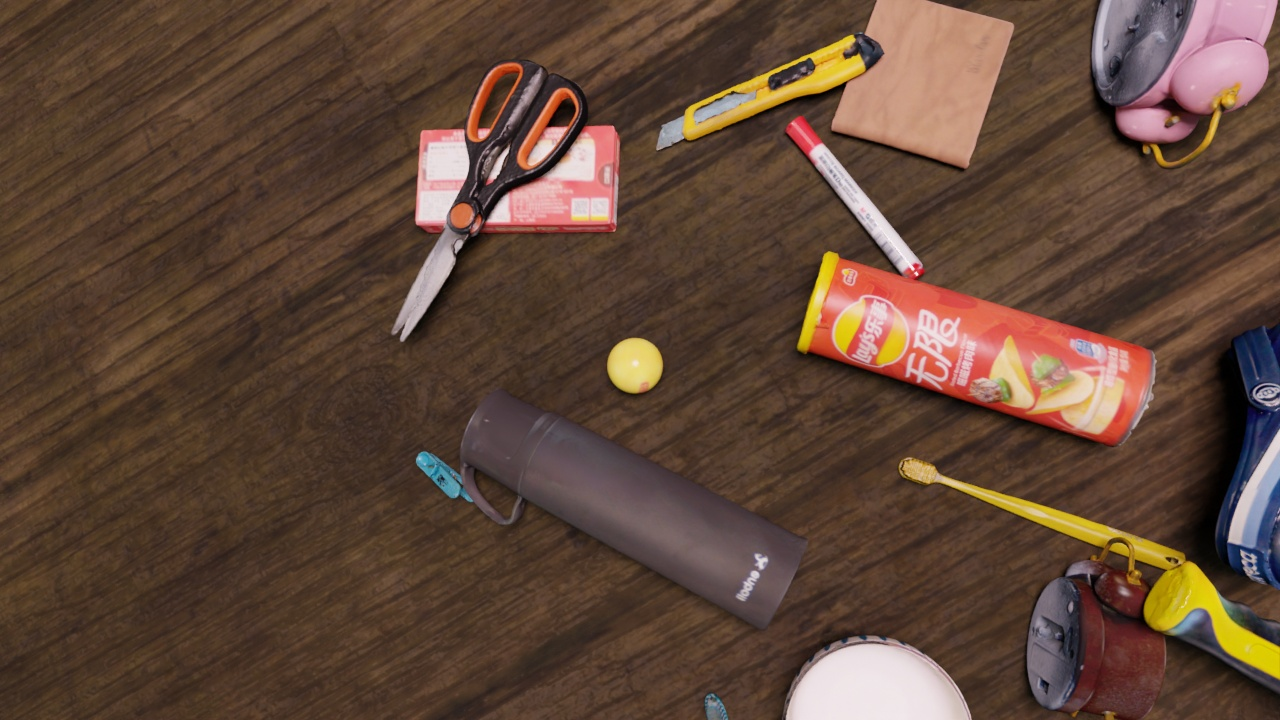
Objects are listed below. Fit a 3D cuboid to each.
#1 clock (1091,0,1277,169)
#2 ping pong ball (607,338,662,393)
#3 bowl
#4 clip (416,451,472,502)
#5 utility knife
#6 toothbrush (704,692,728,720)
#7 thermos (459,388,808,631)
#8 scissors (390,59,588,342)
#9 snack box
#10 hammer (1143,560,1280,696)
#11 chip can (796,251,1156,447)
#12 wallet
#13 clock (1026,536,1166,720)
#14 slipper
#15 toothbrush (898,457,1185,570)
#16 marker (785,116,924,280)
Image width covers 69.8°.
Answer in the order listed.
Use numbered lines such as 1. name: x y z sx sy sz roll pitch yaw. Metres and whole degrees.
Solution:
1. clock: 0.348 -0.203 0.591 0.060 0.117 0.158 6 83 -2
2. ping pong ball: -0.004 0.004 0.659 0.040 0.040 0.040 -1 84 9
3. bowl: 0.150 0.235 0.598 0.116 0.066 0.116 -1 85 8
4. clip: -0.146 0.086 0.682 0.055 0.034 0.013 36 89 27
5. utility knife: 0.090 -0.195 0.669 0.177 0.015 0.033 -20 67 14
6. toothbrush: 0.077 0.323 0.625 0.016 0.018 0.191 -19 81 7
7. thermos: -0.012 0.108 0.641 0.242 0.068 0.090 25 104 12
8. scissors: -0.132 -0.122 0.679 0.235 0.021 0.139 -40 72 6
9. snack box: -0.093 -0.136 0.695 0.153 0.025 0.075 1 83 9
10. hammer: 0.437 0.213 0.535 0.323 0.032 0.126 28 90 -5
11. chip can: 0.216 -0.007 0.611 0.217 0.073 0.073 19 87 10
12. wallet: 0.203 -0.204 0.661 0.101 0.020 0.115 18 85 10
13. clock: 0.287 0.170 0.576 0.055 0.082 0.122 12 87 5
14. slipper: 0.415 0.023 0.570 0.095 0.105 0.252 18 68 51
15. toothbrush: 0.268 0.103 0.618 0.190 0.016 0.015 19 88 10
16. marker: 0.154 -0.116 0.660 0.017 0.017 0.145 -37 80 3
